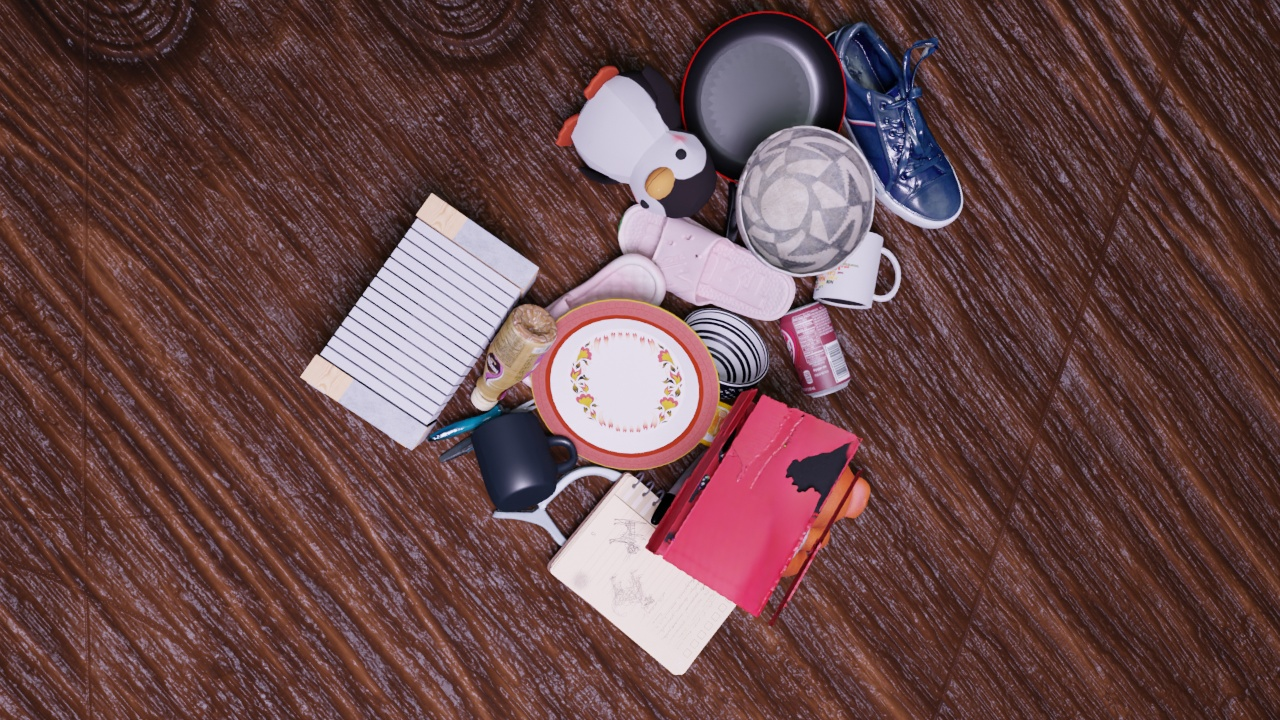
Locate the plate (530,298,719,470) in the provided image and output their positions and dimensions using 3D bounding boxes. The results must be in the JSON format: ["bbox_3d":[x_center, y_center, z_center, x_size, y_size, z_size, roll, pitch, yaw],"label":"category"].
[{"bbox_3d":[-0.019,0.030,1.110,0.230,0.021,0.230,4,116,8],"label":"plate"}]

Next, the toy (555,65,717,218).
[{"bbox_3d":[0.018,-0.253,1.113,0.184,0.139,0.159,47,125,10],"label":"toy"}]

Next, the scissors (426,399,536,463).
[{"bbox_3d":[-0.195,0.083,1.130,0.148,0.019,0.123,3,131,-38],"label":"scissors"}]

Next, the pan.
[{"bbox_3d":[0.135,-0.256,1.170,0.209,0.067,0.356,12,105,-10],"label":"pan"}]

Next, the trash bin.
[{"bbox_3d":[-0.250,-0.041,1.075,0.142,0.142,0.246,35,85,-6],"label":"trash bin"}]

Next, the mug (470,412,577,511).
[{"bbox_3d":[-0.134,0.121,1.108,0.121,0.085,0.094,-10,63,-25],"label":"mug"}]

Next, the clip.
[{"bbox_3d":[-0.095,0.214,1.153,0.173,0.030,0.159,-10,90,-7],"label":"clip"}]

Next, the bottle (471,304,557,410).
[{"bbox_3d":[-0.157,0.003,1.089,0.059,0.166,0.059,20,46,-21],"label":"bottle"}]

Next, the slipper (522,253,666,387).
[{"bbox_3d":[-0.062,-0.042,1.131,0.222,0.055,0.107,-40,99,8],"label":"slipper"}]

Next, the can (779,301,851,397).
[{"bbox_3d":[0.225,-0.014,1.181,0.063,0.063,0.114,-21,92,-8],"label":"can"}]

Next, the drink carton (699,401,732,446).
[{"bbox_3d":[0.053,0.063,1.168,0.122,0.040,0.058,24,86,-7],"label":"drink carton"}]

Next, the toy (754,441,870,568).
[{"bbox_3d":[0.193,0.178,1.168,0.172,0.093,0.164,-41,92,6],"label":"toy"}]

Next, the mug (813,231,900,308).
[{"bbox_3d":[0.282,-0.115,1.181,0.105,0.073,0.089,10,88,4],"label":"mug"}]

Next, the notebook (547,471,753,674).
[{"bbox_3d":[0.019,0.266,1.153,0.225,0.024,0.167,42,81,-13],"label":"notebook"}]

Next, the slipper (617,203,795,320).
[{"bbox_3d":[0.079,-0.115,1.141,0.239,0.064,0.094,24,107,0],"label":"slipper"}]

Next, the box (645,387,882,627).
[{"bbox_3d":[0.101,0.142,1.000,0.121,0.319,0.210,35,79,-9],"label":"box"}]

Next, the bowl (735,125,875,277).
[{"bbox_3d":[0.191,-0.194,1.125,0.178,0.081,0.178,-2,101,-12],"label":"bowl"}]

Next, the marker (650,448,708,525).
[{"bbox_3d":[0.053,0.159,1.152,0.138,0.016,0.022,-46,130,-37],"label":"marker"}]

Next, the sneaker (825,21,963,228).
[{"bbox_3d":[0.337,-0.305,1.171,0.120,0.127,0.294,-33,96,-6],"label":"sneaker"}]

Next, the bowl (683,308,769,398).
[{"bbox_3d":[0.093,0.001,1.154,0.120,0.067,0.120,13,50,-16],"label":"bowl"}]
